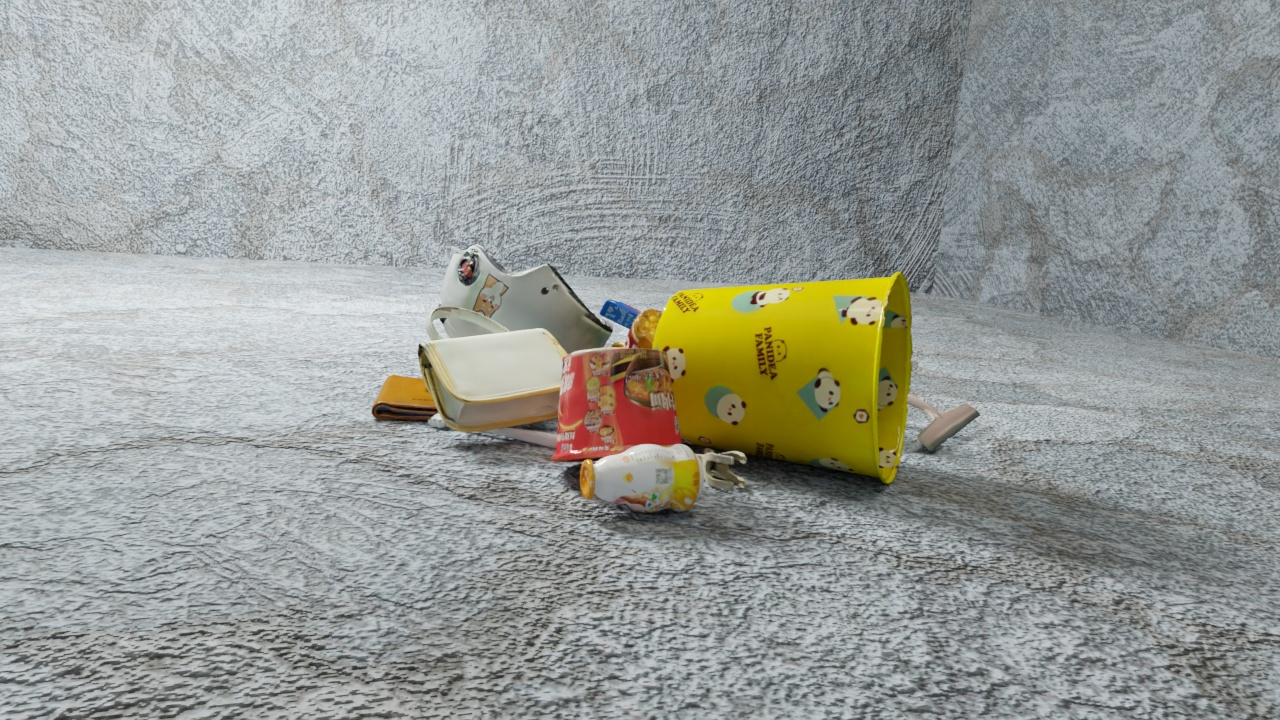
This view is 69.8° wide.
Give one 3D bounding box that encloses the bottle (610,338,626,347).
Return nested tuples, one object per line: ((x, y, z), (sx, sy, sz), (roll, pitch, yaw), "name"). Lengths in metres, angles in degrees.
((0.035, 0.018, 1.300), (0.189, 0.068, 0.068), (15, 1, -42), "bottle")

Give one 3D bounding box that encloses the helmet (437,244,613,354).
((-0.184, -0.047, 1.314), (0.274, 0.156, 0.230), (19, -14, 28), "helmet")

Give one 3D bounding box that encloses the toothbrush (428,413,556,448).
((-0.164, 0.081, 1.050), (0.180, 0.016, 0.016), (8, 18, 20), "toothbrush")

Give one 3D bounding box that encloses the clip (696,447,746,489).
((0.076, 0.110, 0.965), (0.071, 0.034, 0.100), (-2, 4, -30), "clip")

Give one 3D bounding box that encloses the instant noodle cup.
((-0.026, 0.047, 0.937), (0.138, 0.108, 0.138), (-3, -7, -1), "instant noodle cup")

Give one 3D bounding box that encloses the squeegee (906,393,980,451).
((0.327, 0.053, 1.294), (0.250, 0.040, 0.247), (14, 16, 31), "squeegee")

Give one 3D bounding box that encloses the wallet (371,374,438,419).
((-0.268, 0.048, 1.153), (0.119, 0.035, 0.130), (0, 13, -8), "wallet")

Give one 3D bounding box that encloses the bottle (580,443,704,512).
((0.001, 0.108, 0.838), (0.108, 0.063, 0.063), (2, 11, -20), "bottle")

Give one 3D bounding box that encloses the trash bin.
((0.164, 0.014, 1.047), (0.256, 0.229, 0.229), (3, 8, 24), "trash bin")

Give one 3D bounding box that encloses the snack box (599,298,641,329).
((0.021, -0.043, 1.298), (0.157, 0.026, 0.084), (26, 7, 2), "snack box")

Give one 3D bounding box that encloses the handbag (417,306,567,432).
((-0.177, 0.001, 1.076), (0.163, 0.063, 0.178), (-9, 47, -34), "handbag")

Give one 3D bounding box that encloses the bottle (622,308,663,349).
((-0.007, 0.007, 1.159), (0.057, 0.175, 0.057), (11, 53, -16), "bottle")
